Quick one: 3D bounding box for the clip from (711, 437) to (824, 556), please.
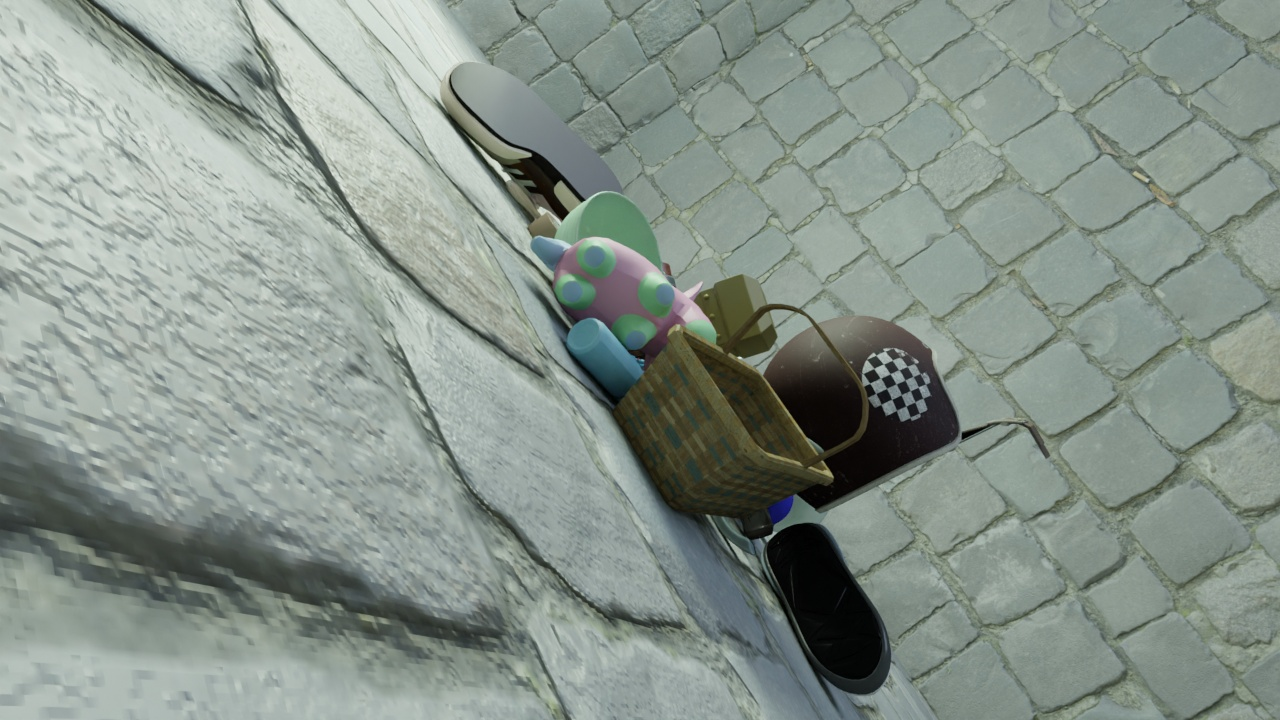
[{"bbox_3d":[0.110,0.146,0.995,0.031,0.169,0.164,45,53,-60],"label":"clip"}]

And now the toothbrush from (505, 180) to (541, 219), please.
[{"bbox_3d":[-0.142,-0.200,1.256,0.018,0.016,0.181,50,2,28],"label":"toothbrush"}]

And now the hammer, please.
[{"bbox_3d":[0.111,0.073,1.200,0.100,0.190,0.324,39,35,-71],"label":"hammer"}]

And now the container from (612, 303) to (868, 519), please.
[{"bbox_3d":[0.112,0.047,0.874,0.157,0.186,0.249,58,15,24],"label":"container"}]

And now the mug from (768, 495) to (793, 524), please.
[{"bbox_3d":[0.158,0.186,1.244,0.083,0.079,0.111,51,25,-42],"label":"mug"}]

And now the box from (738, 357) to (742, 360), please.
[{"bbox_3d":[0.143,0.066,1.470,0.130,0.105,0.211,41,-6,1],"label":"box"}]

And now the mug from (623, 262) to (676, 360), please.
[{"bbox_3d":[-0.004,-0.055,1.134,0.081,0.118,0.111,7,73,-61],"label":"mug"}]

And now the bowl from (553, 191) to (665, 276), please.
[{"bbox_3d":[-0.048,-0.110,1.045,0.150,0.077,0.150,13,73,-49],"label":"bowl"}]

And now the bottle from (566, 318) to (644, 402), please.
[{"bbox_3d":[-0.023,0.009,0.868,0.130,0.040,0.040,49,8,-48],"label":"bottle"}]

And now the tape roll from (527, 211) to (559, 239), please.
[{"bbox_3d":[-0.102,-0.140,1.153,0.093,0.030,0.093,55,5,-8],"label":"tape roll"}]

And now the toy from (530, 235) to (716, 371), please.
[{"bbox_3d":[-0.015,-0.062,0.936,0.222,0.120,0.171,32,4,-9],"label":"toy"}]

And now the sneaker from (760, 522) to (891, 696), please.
[{"bbox_3d":[0.230,0.315,1.065,0.160,0.093,0.256,62,2,-30],"label":"sneaker"}]

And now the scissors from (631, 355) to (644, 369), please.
[{"bbox_3d":[-0.006,0.006,1.100,0.136,0.055,0.015,77,22,-86],"label":"scissors"}]

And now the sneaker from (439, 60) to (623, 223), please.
[{"bbox_3d":[-0.160,-0.273,1.218,0.293,0.117,0.111,33,54,-36],"label":"sneaker"}]

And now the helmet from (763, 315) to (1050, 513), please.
[{"bbox_3d":[0.266,0.069,1.081,0.253,0.233,0.234,64,-34,13],"label":"helmet"}]

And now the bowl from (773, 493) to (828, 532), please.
[{"bbox_3d":[0.200,0.181,1.344,0.072,0.154,0.153,0,49,-47],"label":"bowl"}]
